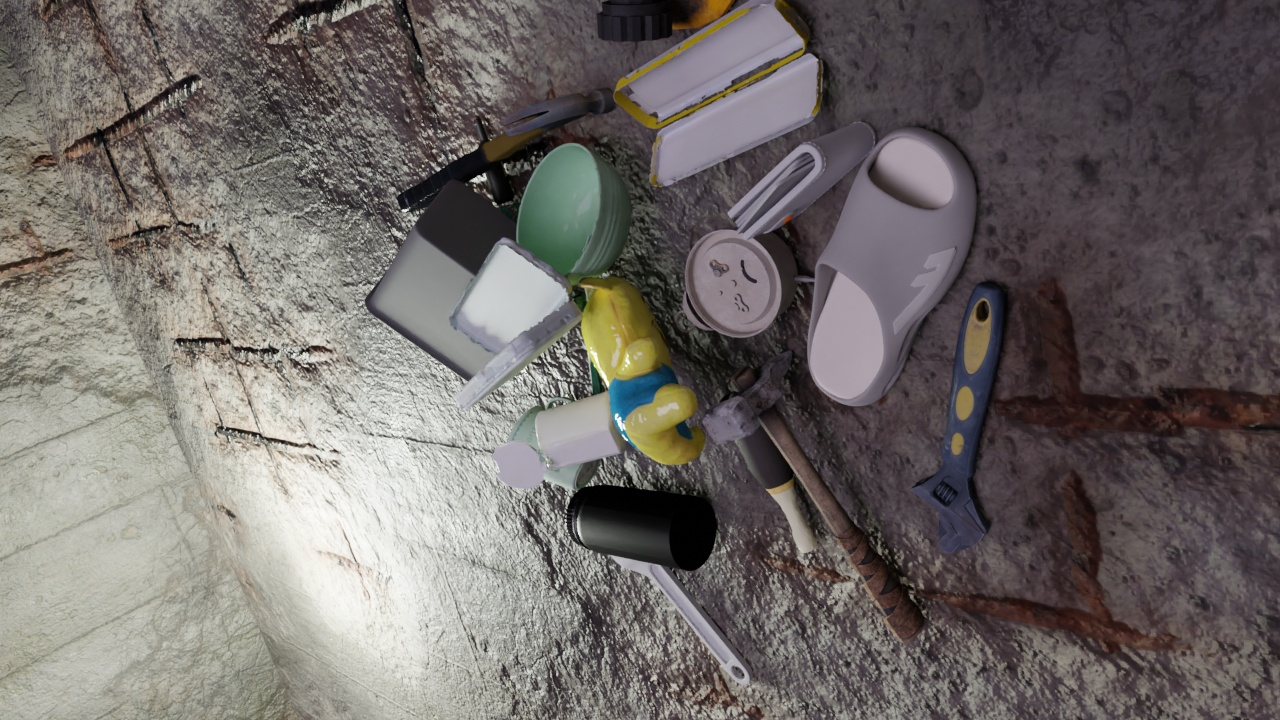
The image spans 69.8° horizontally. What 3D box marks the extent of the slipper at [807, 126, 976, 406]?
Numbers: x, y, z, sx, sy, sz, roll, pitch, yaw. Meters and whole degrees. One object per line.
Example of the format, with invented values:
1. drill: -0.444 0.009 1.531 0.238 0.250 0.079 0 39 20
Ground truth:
1. slipper: 0.190 -0.060 0.775 0.113 0.080 0.267 39 136 28

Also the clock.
1. clock: 0.089 -0.071 0.891 0.157 0.061 0.103 -36 85 42

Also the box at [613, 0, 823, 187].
1. box: 0.068 -0.236 0.822 0.210 0.057 0.117 -13 104 48

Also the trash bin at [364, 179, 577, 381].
1. trash bin: -0.204 -0.082 1.094 0.192 0.097 0.220 37 147 -12

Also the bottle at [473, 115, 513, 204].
1. bottle: -0.178 -0.240 1.094 0.025 0.025 0.106 -3 110 47

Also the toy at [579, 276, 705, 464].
1. toy: -0.006 0.005 0.931 0.149 0.084 0.213 74 173 -58

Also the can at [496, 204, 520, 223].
1. can: -0.175 -0.158 1.115 0.102 0.054 0.055 1 113 46

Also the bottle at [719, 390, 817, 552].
1. bottle: 0.140 0.116 0.957 0.045 0.045 0.184 -19 98 49

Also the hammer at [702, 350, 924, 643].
1. hammer: 0.184 0.140 0.897 0.049 0.121 0.319 -26 100 50

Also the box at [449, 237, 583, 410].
1. box: -0.157 -0.045 0.967 0.127 0.106 0.216 57 144 0

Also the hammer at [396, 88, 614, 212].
1. hammer: -0.176 -0.224 1.019 0.334 0.117 0.025 -14 99 47

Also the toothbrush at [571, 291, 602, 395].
1. toothbrush: -0.061 0.000 1.095 0.016 0.017 0.190 42 149 45

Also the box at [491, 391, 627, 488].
1. box: -0.098 0.094 1.101 0.166 0.092 0.083 -15 127 12

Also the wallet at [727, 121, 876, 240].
1. wallet: 0.125 -0.145 0.765 0.037 0.115 0.119 56 140 5

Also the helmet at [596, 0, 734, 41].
1. helmet: -0.013 -0.397 0.751 0.205 0.131 0.256 21 125 38

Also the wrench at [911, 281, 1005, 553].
1. wrench: 0.281 0.059 0.795 0.073 0.022 0.274 23 128 36

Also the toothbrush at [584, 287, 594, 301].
1. toothbrush: -0.042 -0.039 1.068 0.027 0.027 0.222 -7 107 65

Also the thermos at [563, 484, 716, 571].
1. thermos: -0.012 0.199 1.123 0.199 0.085 0.086 0 112 43

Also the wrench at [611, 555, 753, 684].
1. wrench: 0.045 0.310 1.192 0.273 0.018 0.087 50 139 11

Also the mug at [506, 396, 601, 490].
1. mug: -0.103 0.103 1.183 0.104 0.084 0.111 27 102 21

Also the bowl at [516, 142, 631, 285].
1. bowl: -0.061 -0.146 0.969 0.151 0.077 0.150 -14 72 49
